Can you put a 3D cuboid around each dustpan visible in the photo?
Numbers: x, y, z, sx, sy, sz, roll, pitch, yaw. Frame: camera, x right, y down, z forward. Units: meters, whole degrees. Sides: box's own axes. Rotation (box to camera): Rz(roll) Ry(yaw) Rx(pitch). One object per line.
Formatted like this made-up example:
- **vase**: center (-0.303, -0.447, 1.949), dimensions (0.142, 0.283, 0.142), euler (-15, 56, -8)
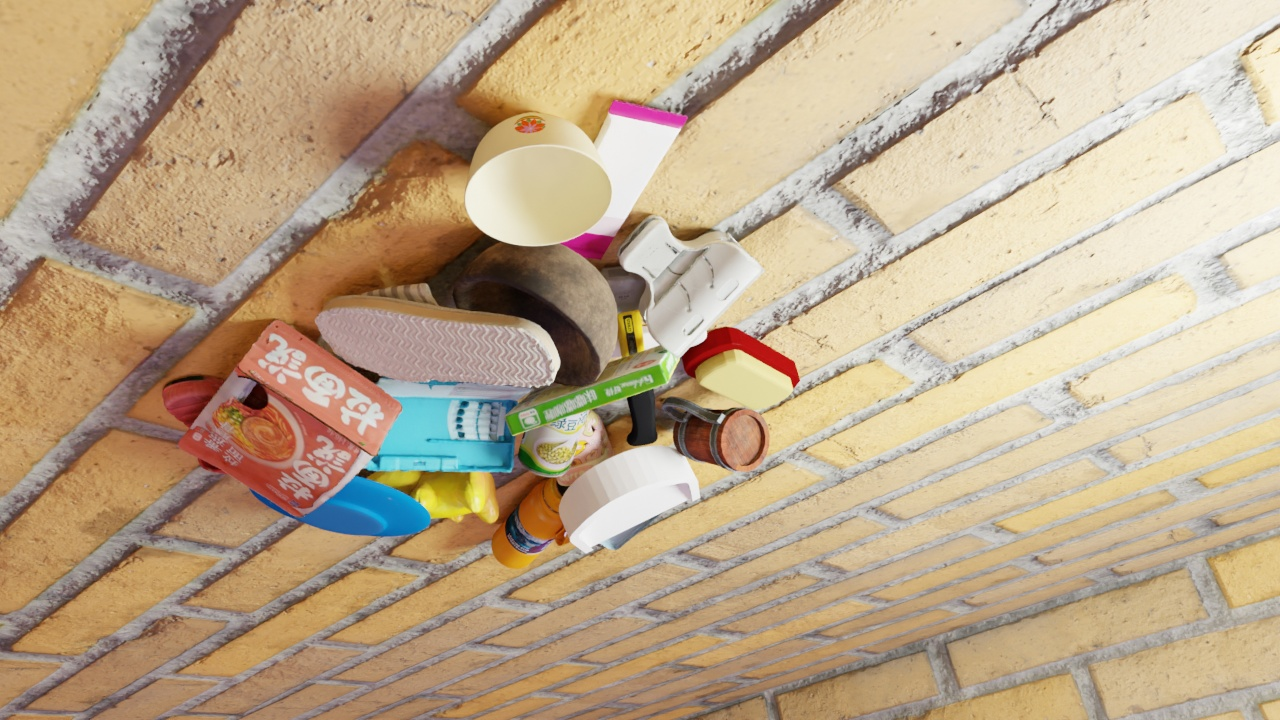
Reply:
- **dustpan**: center (-0.009, 0.204, 1.263), dimensions (0.191, 0.053, 0.258), euler (-26, 151, -3)

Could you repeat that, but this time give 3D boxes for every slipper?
- **slipper**: center (-0.197, -0.023, 0.891), dimensions (0.273, 0.053, 0.114), euler (5, 143, 27)
- **slipper**: center (-0.470, 0.102, 1.086), dimensions (0.103, 0.059, 0.249), euler (-15, 147, 7)
- **slipper**: center (-0.082, 0.128, 1.218), dimensions (0.093, 0.081, 0.197), euler (-16, 151, 8)

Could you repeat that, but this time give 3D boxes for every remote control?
- **remote control**: center (0.009, -0.024, 1.056), dimensions (0.136, 0.013, 0.043), euler (-8, 149, -3)

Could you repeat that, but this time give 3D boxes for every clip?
- **clip**: center (0.048, -0.073, 0.897), dimensions (0.126, 0.105, 0.151), euler (-46, 139, 9)

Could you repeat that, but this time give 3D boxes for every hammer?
- **hammer**: center (-0.006, 0.006, 1.055), dimensions (0.127, 0.029, 0.324), euler (-10, 143, -1)

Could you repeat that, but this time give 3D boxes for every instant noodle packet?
- **instant noodle packet**: center (-0.388, 0.081, 0.991), dimensions (0.164, 0.083, 0.222), euler (38, 128, -20)

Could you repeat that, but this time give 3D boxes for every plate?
- **plate**: center (-0.376, 0.188, 1.143), dimensions (0.224, 0.024, 0.225), euler (6, 151, 3)

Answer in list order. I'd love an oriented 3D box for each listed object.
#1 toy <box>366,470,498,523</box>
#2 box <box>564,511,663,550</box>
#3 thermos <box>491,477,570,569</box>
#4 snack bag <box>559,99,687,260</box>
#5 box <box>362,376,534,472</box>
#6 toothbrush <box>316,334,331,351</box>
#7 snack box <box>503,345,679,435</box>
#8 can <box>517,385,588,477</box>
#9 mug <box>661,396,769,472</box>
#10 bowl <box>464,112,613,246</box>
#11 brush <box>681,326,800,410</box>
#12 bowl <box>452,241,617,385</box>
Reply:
- **toy**: center (-0.291, 0.176, 1.229), dimensions (0.194, 0.087, 0.134), euler (-7, 163, 12)
- **box**: center (-0.055, 0.235, 1.440), dimensions (0.151, 0.040, 0.215), euler (20, 140, -20)
- **thermos**: center (-0.145, 0.243, 1.383), dimensions (0.091, 0.076, 0.233), euler (40, 136, -2)
- **snack bag**: center (-0.031, -0.156, 0.825), dimensions (0.070, 0.016, 0.197), euler (4, 147, -25)
- **box**: center (-0.251, 0.058, 1.065), dimensions (0.227, 0.086, 0.169), euler (3, 130, -21)
- **toothbrush**: center (-0.383, 0.030, 0.998), dimensions (0.017, 0.012, 0.187), euler (32, 118, -29)
- **snack box**: center (-0.046, 0.027, 0.958), dimensions (0.168, 0.027, 0.131), euler (-19, -173, 11)
- **can**: center (-0.101, 0.072, 1.090), dimensions (0.067, 0.067, 0.121), euler (6, 120, -25)
- **mug**: center (0.089, 0.088, 1.179), dimensions (0.117, 0.081, 0.111), euler (44, 158, -26)
- **bowl**: center (-0.086, -0.159, 0.748), dimensions (0.118, 0.074, 0.118), euler (-7, 149, -4)
- **brush**: center (0.127, 0.016, 1.128), dimensions (0.082, 0.041, 0.173), euler (-30, 143, 30)
- **bowl**: center (-0.092, -0.052, 0.875), dimensions (0.162, 0.070, 0.162), euler (23, 152, 13)
